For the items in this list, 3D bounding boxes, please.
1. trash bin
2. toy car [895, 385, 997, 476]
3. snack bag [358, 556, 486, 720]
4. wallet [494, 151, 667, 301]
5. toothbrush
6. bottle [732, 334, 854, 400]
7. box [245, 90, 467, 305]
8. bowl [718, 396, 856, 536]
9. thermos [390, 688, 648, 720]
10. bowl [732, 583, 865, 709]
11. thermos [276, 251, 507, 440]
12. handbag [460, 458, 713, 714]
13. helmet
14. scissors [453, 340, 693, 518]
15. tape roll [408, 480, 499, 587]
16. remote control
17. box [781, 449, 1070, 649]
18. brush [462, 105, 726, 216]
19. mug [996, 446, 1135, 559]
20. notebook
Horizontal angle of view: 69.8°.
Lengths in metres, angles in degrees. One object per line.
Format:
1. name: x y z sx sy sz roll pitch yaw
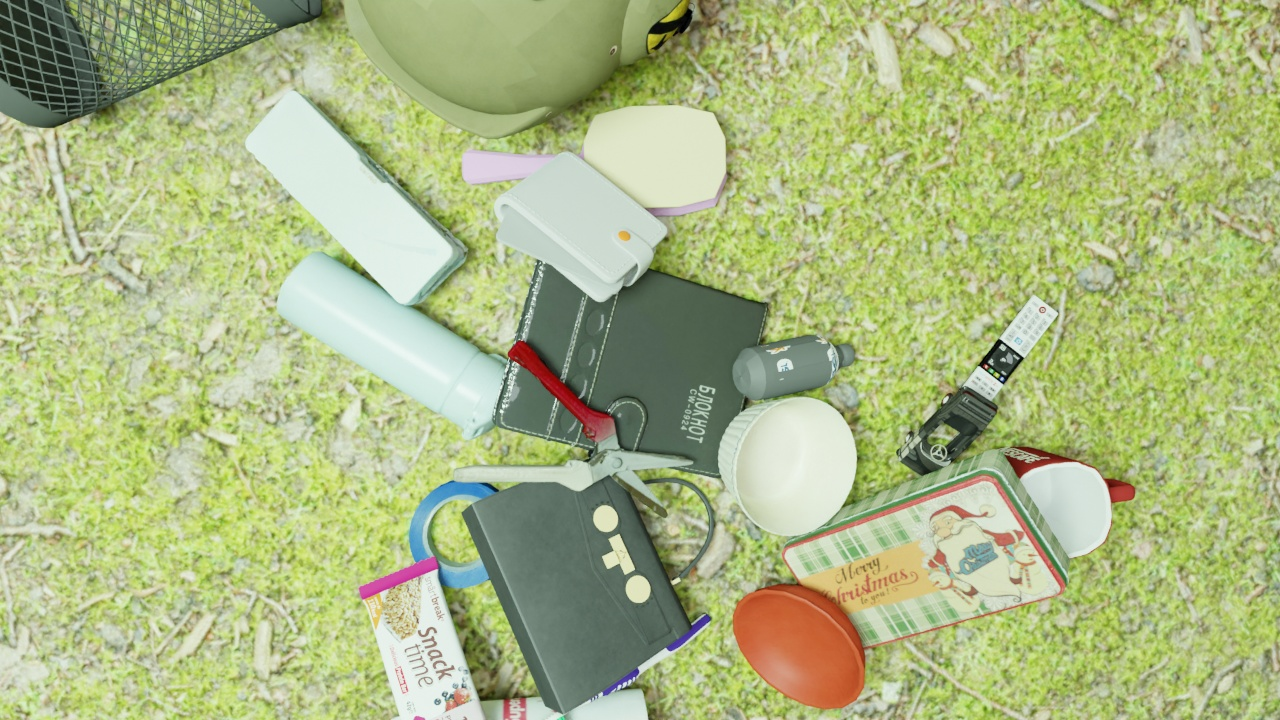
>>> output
1. trash bin: -0.403 -0.312 0.689 0.227 0.217 0.218 -25 92 4
2. toy car: 0.262 0.064 0.785 0.040 0.037 0.092 32 124 -3
3. snack bag: -0.170 0.260 0.746 0.070 0.016 0.196 -21 65 -11
4. wallet: -0.051 -0.098 0.711 0.118 0.038 0.115 39 49 4
5. toothbrush: -0.012 0.266 0.774 0.186 0.015 0.016 -25 68 -27
6. bottle: 0.133 0.004 0.782 0.112 0.047 0.047 -12 92 -24
7. box: -0.238 -0.132 0.763 0.199 0.067 0.083 43 70 4
8. bowl: 0.116 0.083 0.772 0.115 0.062 0.115 -3 98 -22
9. thermos: -0.103 0.329 0.781 0.220 0.099 0.099 -5 92 -7
10. bowl: 0.140 0.236 0.780 0.035 0.122 0.122 -37 93 -44
11. thermos: -0.199 -0.012 0.773 0.207 0.065 0.077 32 49 -2
12. handbag: -0.022 0.165 0.776 0.195 0.072 0.175 -22 83 -22
13. helmet: -0.095 -0.283 0.659 0.250 0.256 0.233 38 88 -1
14. scissors: -0.059 0.070 0.736 0.179 0.015 0.198 -28 106 -12
15. tape roll: -0.156 0.151 0.804 0.091 0.016 0.093 -9 92 -1
16. remote control: 0.318 0.000 0.810 0.028 0.012 0.124 37 91 -2
17. box: 0.225 0.160 0.743 0.206 0.050 0.117 -29 93 37
18. brush: -0.039 -0.169 0.781 0.228 0.043 0.089 -1 92 -1
19. mug: 0.346 0.115 0.772 0.116 0.096 0.080 -8 92 -1
20. notebook: -0.005 0.004 0.768 0.209 0.029 0.169 15 91 -17
